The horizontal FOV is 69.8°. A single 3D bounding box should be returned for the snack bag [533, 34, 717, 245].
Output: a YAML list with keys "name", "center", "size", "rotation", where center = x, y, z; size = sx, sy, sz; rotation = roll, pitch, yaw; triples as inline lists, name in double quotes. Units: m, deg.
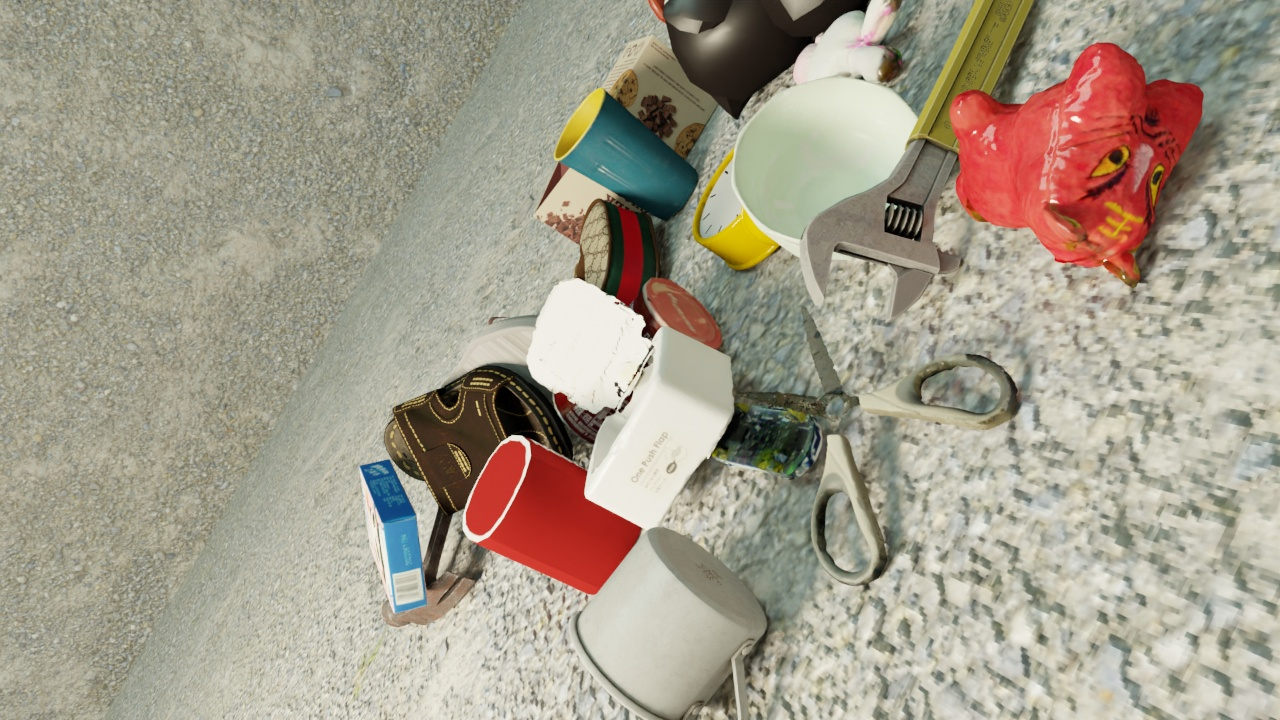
- name: "snack bag"
  center: [-0.017, -0.211, 0.935]
  size: [0.206, 0.094, 0.070]
  rotation: [-59, 24, 0]

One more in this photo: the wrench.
- name: "wrench"
  center: [0.171, -0.136, 0.525]
  size: [0.272, 0.083, 0.018]
  rotation: [-62, -1, -19]

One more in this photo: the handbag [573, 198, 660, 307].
- name: "handbag"
  center: [-0.038, -0.073, 0.867]
  size: [0.139, 0.063, 0.166]
  rotation: [-55, 29, 35]

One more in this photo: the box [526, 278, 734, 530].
- name: "box"
  center: [-0.019, 0.012, 0.616]
  size: [0.107, 0.132, 0.151]
  rotation: [-57, 11, 23]

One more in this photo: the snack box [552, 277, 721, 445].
- name: "snack box"
  center: [-0.004, 0.004, 0.692]
  size: [0.122, 0.072, 0.072]
  rotation: [-47, 27, 28]

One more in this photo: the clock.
- name: "clock"
  center: [0.092, -0.128, 0.685]
  size: [0.152, 0.052, 0.113]
  rotation: [-8, 55, 65]

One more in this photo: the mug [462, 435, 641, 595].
- name: "mug"
  center: [-0.070, 0.108, 0.664]
  size: [0.080, 0.096, 0.116]
  rotation: [-63, 24, -9]

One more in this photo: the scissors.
- name: "scissors"
  center: [0.111, 0.036, 0.471]
  size: [0.171, 0.012, 0.157]
  rotation: [-10, 61, 45]

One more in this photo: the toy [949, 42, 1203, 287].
- name: "toy"
  center: [0.183, -0.078, 0.432]
  size: [0.133, 0.088, 0.094]
  rotation: [164, 116, -73]

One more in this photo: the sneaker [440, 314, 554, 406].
- name: "sneaker"
  center: [-0.104, -0.005, 0.833]
  size: [0.237, 0.099, 0.089]
  rotation: [-29, 23, 55]

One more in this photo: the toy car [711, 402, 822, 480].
- name: "toy car"
  center: [0.076, 0.048, 0.538]
  size: [0.090, 0.027, 0.038]
  rotation: [5, 65, 61]

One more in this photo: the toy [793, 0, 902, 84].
- name: "toy"
  center: [0.157, -0.235, 0.699]
  size: [0.123, 0.038, 0.079]
  rotation: [8, 81, 64]

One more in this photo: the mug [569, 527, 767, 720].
- name: "mug"
  center: [0.024, 0.147, 0.475]
  size: [0.070, 0.084, 0.113]
  rotation: [-53, 54, 8]

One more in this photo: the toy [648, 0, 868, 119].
- name: "toy"
  center: [0.119, -0.297, 0.767]
  size: [0.185, 0.140, 0.158]
  rotation: [-13, 9, 47]

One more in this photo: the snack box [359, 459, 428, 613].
- name: "snack box"
  center: [-0.230, 0.157, 0.849]
  size: [0.154, 0.033, 0.088]
  rotation: [-151, 56, -63]

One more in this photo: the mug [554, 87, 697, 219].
- name: "mug"
  center: [-0.010, -0.188, 0.863]
  size: [0.078, 0.121, 0.078]
  rotation: [-43, 29, 31]

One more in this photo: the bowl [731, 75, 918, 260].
- name: "bowl"
  center: [0.119, -0.111, 0.574]
  size: [0.117, 0.061, 0.117]
  rotation: [-6, 68, 14]

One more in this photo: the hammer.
- name: "hammer"
  center: [-0.179, 0.106, 0.927]
  size: [0.138, 0.035, 0.313]
  rotation: [-28, 43, 49]

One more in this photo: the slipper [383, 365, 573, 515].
- name: "slipper"
  center: [-0.160, 0.075, 0.805]
  size: [0.269, 0.113, 0.075]
  rotation: [-12, 19, 46]
